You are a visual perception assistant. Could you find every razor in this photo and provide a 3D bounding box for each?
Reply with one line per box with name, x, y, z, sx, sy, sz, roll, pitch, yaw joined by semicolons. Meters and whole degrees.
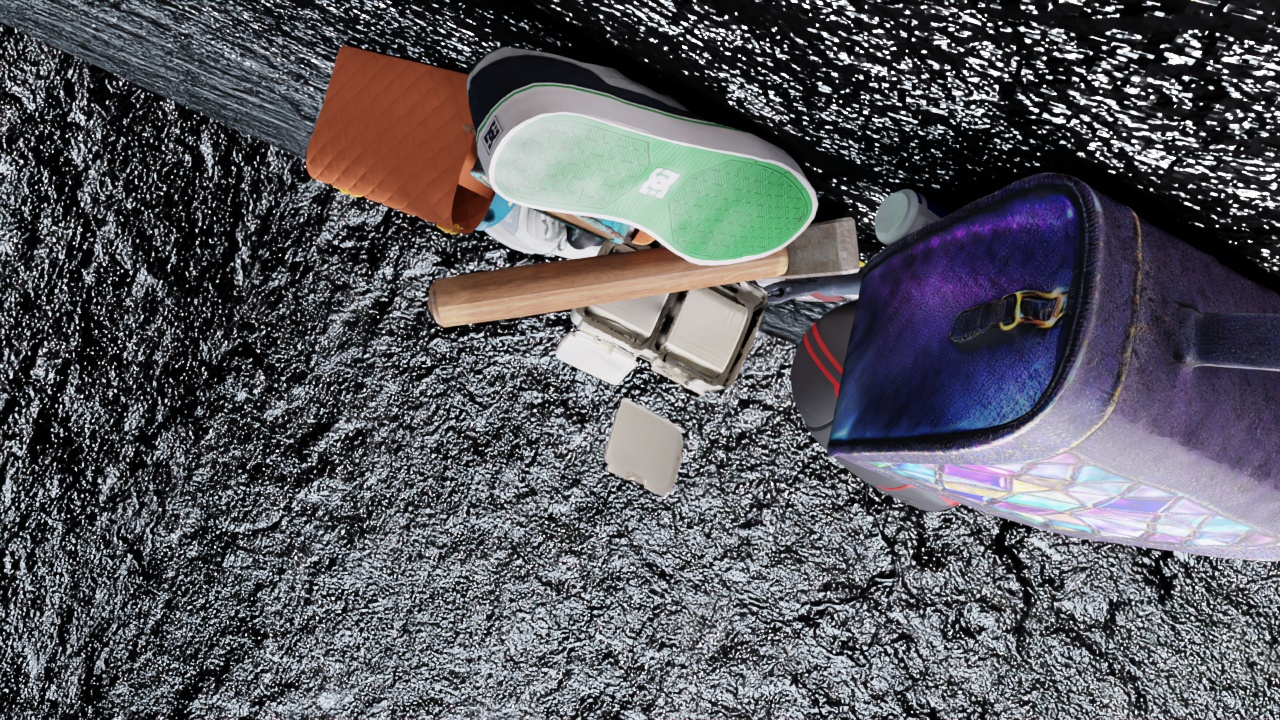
razor;-0.047;-0.150;0.930;0.054;0.067;0.151;33;173;-6

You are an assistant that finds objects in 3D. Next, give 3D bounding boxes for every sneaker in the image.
sneaker;-0.067;-0.154;1.049;0.242;0.089;0.091;15;179;-10
sneaker;0.009;-0.116;0.515;0.235;0.084;0.079;9;-135;-42

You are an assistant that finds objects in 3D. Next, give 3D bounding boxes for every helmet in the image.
helmet;0.239;0.027;0.931;0.170;0.164;0.264;33;-160;-14

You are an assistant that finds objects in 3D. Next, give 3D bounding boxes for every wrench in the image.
wrench;0.166;-0.061;0.703;0.073;0.022;0.274;-13;-175;-19

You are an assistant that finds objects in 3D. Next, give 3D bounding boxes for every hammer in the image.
hammer;-0.001;-0.061;0.656;0.300;0.037;0.158;-9;-174;-6

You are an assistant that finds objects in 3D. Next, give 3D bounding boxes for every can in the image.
can;0.175;-0.065;0.517;0.095;0.032;0.032;21;-178;-25

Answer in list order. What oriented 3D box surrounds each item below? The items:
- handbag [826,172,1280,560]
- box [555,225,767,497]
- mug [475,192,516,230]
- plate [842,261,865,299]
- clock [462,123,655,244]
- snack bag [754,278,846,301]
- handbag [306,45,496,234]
handbag;0.227;0.013;0.445;0.204;0.125;0.222;21;165;-23
box;-0.005;0.005;0.765;0.143;0.192;0.107;28;163;-7
mug;-0.178;-0.181;0.914;0.104;0.085;0.112;29;-141;-41
plate;0.145;-0.095;0.890;0.230;0.021;0.230;21;-178;-1
clock;-0.035;-0.129;0.636;0.157;0.073;0.121;24;-179;-35
snack bag;0.156;-0.072;0.921;0.057;0.013;0.158;23;-178;-8
handbag;-0.175;-0.168;0.709;0.172;0.109;0.060;23;-178;32
